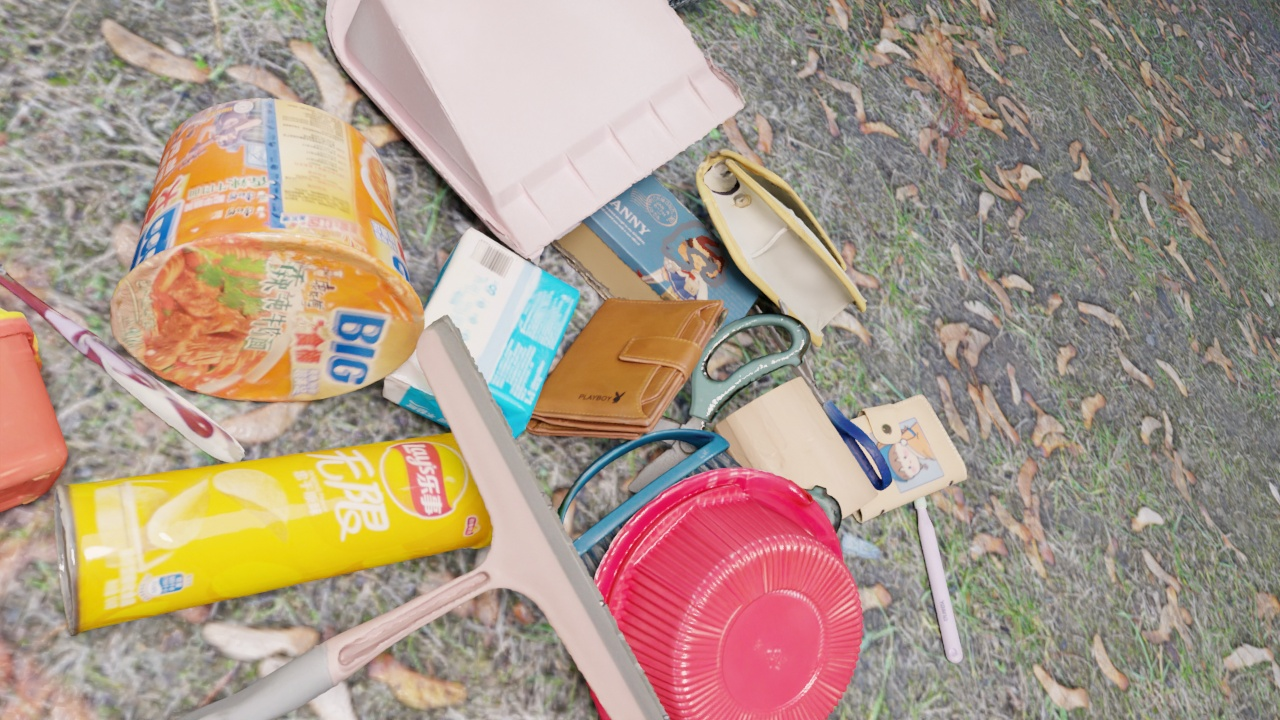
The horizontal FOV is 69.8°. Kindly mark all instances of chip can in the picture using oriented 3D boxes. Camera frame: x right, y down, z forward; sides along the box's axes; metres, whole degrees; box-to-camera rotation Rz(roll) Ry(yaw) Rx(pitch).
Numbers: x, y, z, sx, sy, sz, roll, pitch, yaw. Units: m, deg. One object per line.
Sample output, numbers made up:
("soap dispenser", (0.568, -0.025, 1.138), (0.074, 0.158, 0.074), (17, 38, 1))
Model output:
("chip can", (-0.179, 0.082, 0.480), (0.213, 0.072, 0.072), (-5, 69, -37))

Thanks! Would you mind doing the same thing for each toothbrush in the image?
("toothbrush", (0.245, 0.158, 0.777), (0.021, 0.029, 0.189), (45, 34, -61))
("toothbrush", (-0.288, -0.007, 0.488), (0.187, 0.017, 0.016), (41, 50, -9))

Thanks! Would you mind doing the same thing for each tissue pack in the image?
("tissue pack", (-0.101, -0.014, 0.594), (0.090, 0.063, 0.139), (30, 50, -15))

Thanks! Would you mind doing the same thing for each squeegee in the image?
("squeegee", (-0.144, 0.143, 0.443), (0.249, 0.040, 0.247), (-28, 93, -10))

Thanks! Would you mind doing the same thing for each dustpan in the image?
("dustpan", (-0.092, -0.223, 0.676), (0.222, 0.139, 0.273), (-36, 100, -24))

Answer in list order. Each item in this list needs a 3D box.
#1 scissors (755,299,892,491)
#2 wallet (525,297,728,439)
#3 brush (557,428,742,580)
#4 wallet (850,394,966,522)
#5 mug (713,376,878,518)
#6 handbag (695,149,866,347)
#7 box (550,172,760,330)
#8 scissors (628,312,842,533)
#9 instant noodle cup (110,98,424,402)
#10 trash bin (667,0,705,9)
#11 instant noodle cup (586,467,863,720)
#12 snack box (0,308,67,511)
("scissors", (0.136, 0.034, 0.713), (0.012, 0.157, 0.165), (-31, 62, -18))
("wallet", (-0.004, 0.004, 0.627), (0.130, 0.119, 0.035), (-56, 132, -41))
("brush", (-0.002, 0.090, 0.594), (0.143, 0.055, 0.073), (-35, 79, -19))
("wallet", (0.213, 0.079, 0.779), (0.115, 0.024, 0.087), (-17, 77, -22))
("mug", (0.096, 0.085, 0.679), (0.124, 0.084, 0.103), (-27, 80, -15))
("handbag", (0.107, -0.114, 0.759), (0.163, 0.063, 0.178), (37, 23, -49))
("box", (0.004, -0.084, 0.711), (0.184, 0.059, 0.089), (43, 48, -10))
("scissors", (0.079, 0.060, 0.639), (0.170, 0.019, 0.180), (-42, 79, -2))
("instant noodle cup", (-0.199, -0.061, 0.502), (0.151, 0.152, 0.111), (9, 53, -32))
("trash bin", (-0.001, -0.387, 0.788), (0.226, 0.227, 0.194), (57, 35, 4))
("instant noodle cup", (0.064, 0.165, 0.556), (0.193, 0.066, 0.194), (-4, 99, -26))
("snack box", (-0.306, 0.030, 0.409), (0.081, 0.091, 0.080), (-24, 88, -41))
